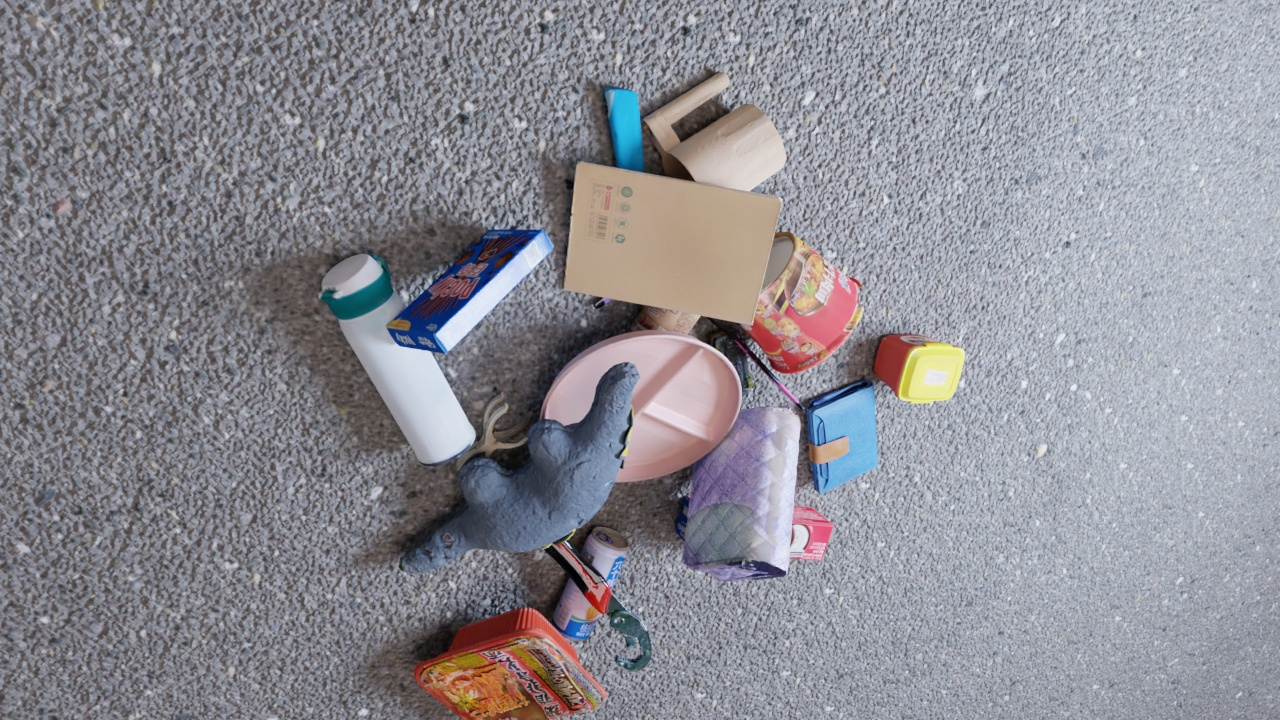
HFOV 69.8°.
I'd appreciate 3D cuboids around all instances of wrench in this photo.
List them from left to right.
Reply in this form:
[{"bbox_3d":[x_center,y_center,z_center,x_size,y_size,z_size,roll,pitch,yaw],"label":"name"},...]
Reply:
[{"bbox_3d":[-0.069,0.258,1.085,0.056,0.016,0.273,-34,101,4],"label":"wrench"}]

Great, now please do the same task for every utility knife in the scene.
[{"bbox_3d":[-0.009,-0.188,0.964,0.034,0.018,0.199,-19,122,-19],"label":"utility knife"}]

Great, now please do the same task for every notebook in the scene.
[{"bbox_3d":[0.028,-0.118,0.946,0.208,0.008,0.148,10,123,2],"label":"notebook"}]

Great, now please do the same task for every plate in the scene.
[{"bbox_3d":[0.000,0.053,1.031,0.229,0.028,0.230,-7,134,-8],"label":"plate"}]

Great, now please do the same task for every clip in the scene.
[{"bbox_3d":[-0.167,0.076,1.005,0.103,0.035,0.093,-26,124,-2],"label":"clip"}]

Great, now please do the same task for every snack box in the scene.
[{"bbox_3d":[-0.162,-0.070,0.876,0.156,0.085,0.026,-50,127,-28],"label":"snack box"},{"bbox_3d":[0.148,0.218,1.192,0.207,0.058,0.057,10,105,-27],"label":"snack box"},{"bbox_3d":[0.352,0.008,1.173,0.091,0.080,0.082,0,111,-24],"label":"snack box"}]

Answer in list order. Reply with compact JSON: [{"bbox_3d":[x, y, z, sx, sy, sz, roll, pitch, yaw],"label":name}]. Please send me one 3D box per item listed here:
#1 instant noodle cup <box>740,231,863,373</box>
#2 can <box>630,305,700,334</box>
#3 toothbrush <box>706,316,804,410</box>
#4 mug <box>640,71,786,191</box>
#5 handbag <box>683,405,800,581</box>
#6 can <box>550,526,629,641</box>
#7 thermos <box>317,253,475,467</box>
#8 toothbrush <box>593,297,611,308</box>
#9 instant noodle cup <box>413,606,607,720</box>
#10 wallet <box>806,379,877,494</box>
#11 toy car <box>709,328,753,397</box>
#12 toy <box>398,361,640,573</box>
[{"bbox_3d":[0.163,-0.069,1.032,0.108,0.138,0.138,40,93,-23],"label":"instant noodle cup"},{"bbox_3d":[0.043,-0.066,1.017,0.058,0.058,0.116,30,98,-31],"label":"can"},{"bbox_3d":[0.125,-0.013,1.055,0.189,0.014,0.017,45,77,-3],"label":"toothbrush"},{"bbox_3d":[0.076,-0.225,0.958,0.103,0.084,0.124,-34,95,-8],"label":"mug"},{"bbox_3d":[0.122,0.156,1.070,0.075,0.134,0.193,25,61,-30],"label":"handbag"},{"bbox_3d":[-0.061,0.274,1.126,0.053,0.053,0.135,16,105,-29],"label":"can"},{"bbox_3d":[-0.240,0.000,0.919,0.073,0.073,0.224,-28,120,-10],"label":"thermos"},{"bbox_3d":[0.024,-0.115,1.010,0.189,0.017,0.014,-39,120,-5],"label":"toothbrush"},{"bbox_3d":[-0.153,0.366,1.091,0.189,0.079,0.164,-22,124,17],"label":"instant noodle cup"},{"bbox_3d":[0.265,0.100,1.203,0.106,0.040,0.133,-21,118,-19],"label":"wallet"},{"bbox_3d":[0.106,0.006,1.090,0.042,0.035,0.090,-20,117,-14],"label":"toy car"},{"bbox_3d":[-0.110,0.138,0.996,0.357,0.091,0.138,-38,131,15],"label":"toy"}]
